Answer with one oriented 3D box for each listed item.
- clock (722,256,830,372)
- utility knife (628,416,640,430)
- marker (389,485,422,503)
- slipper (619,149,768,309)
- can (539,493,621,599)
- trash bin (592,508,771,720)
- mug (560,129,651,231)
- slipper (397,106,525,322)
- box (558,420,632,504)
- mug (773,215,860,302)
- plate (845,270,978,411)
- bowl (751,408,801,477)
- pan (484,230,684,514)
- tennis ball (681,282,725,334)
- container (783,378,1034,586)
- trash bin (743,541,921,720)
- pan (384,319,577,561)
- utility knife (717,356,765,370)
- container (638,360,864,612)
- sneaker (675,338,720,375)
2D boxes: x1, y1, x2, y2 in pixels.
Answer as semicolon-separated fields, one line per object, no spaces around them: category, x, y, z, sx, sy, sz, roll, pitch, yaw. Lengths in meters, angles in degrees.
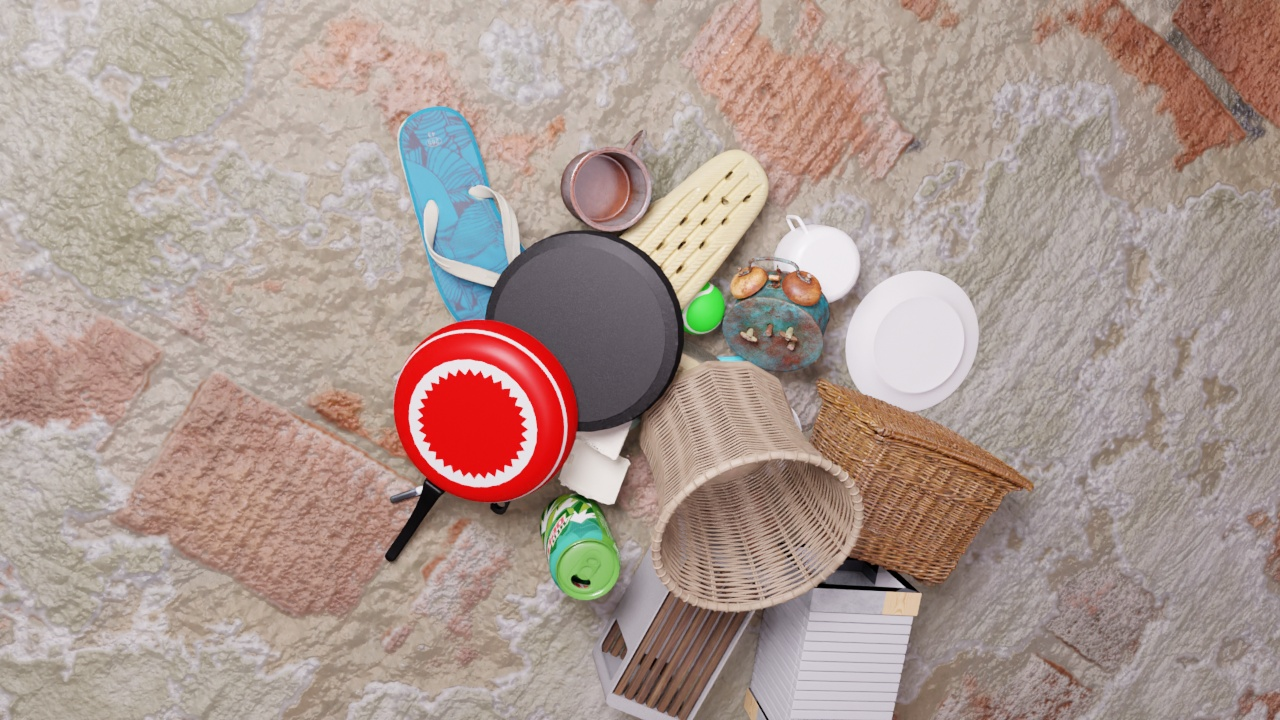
clock;0.159;-0.055;1.083;0.121;0.073;0.158;8;137;22
utility knife;-0.091;0.041;1.123;0.196;0.015;0.031;27;93;-13
marker;-0.231;0.147;1.120;0.152;0.011;0.011;-18;105;-7
slipper;0.046;-0.141;1.080;0.261;0.079;0.111;-46;103;-11
can;-0.073;0.221;1.098;0.083;0.144;0.083;-2;102;-11
trash bin;0.047;0.326;1.161;0.114;0.114;0.229;27;95;-16
mug;-0.033;-0.208;1.035;0.096;0.110;0.123;36;93;-21
slipper;-0.193;-0.141;1.042;0.118;0.060;0.295;-21;105;-3
box;-0.099;0.082;1.089;0.186;0.065;0.145;21;97;13
mug;0.210;-0.127;1.120;0.094;0.068;0.115;-32;106;-3
plate;0.361;-0.022;1.200;0.188;0.016;0.189;-2;102;-11
bowl;0.161;0.105;1.175;0.110;0.040;0.110;-2;102;-11
pan;-0.094;0.027;1.030;0.225;0.034;0.357;28;103;5
tennis ball;0.069;-0.064;1.107;0.065;0.065;0.065;-2;102;-11
container;0.316;0.162;1.149;0.249;0.162;0.183;20;102;-23
trash bin;0.244;0.384;1.199;0.142;0.142;0.247;6;101;-13
pan;-0.215;0.116;1.039;0.209;0.067;0.357;36;110;0
utility knife;0.132;0.005;1.161;0.117;0.015;0.022;-4;103;-8
container;0.106;0.130;1.028;0.226;0.196;0.227;-6;125;-8
sneaker;-0.007;0.006;1.104;0.241;0.088;0.102;25;109;-16
